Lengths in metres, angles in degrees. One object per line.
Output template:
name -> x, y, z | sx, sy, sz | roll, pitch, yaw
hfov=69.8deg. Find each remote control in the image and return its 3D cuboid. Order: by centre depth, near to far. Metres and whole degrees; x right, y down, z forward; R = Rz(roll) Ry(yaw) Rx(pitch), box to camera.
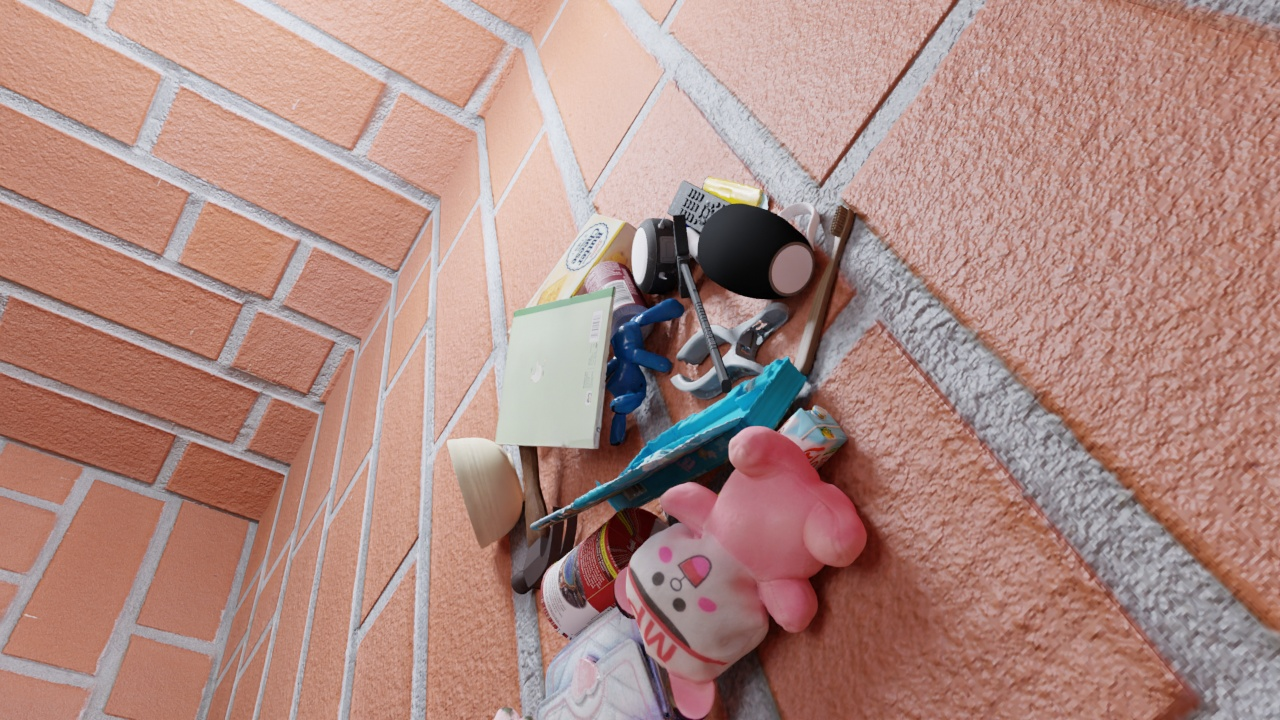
remote control -> 0.078, -0.171, 1.069 | 0.047, 0.022, 0.150 | -63, 31, 11

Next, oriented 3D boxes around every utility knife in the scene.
utility knife -> 0.106, -0.188, 1.048 | 0.163, 0.017, 0.030 | -138, 58, -65

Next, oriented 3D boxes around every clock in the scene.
clock -> 0.015, -0.124, 1.102 | 0.123, 0.043, 0.091 | 164, 106, -74

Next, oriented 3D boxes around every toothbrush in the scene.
toothbrush -> 0.162, -0.063, 0.814 | 0.016, 0.016, 0.166 | -11, 57, 62

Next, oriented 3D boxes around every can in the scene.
can -> -0.028, 0.201, 0.853 | 0.117, 0.086, 0.086 | -45, 31, 36
can -> -0.028, -0.070, 1.127 | 0.063, 0.063, 0.114 | -53, 36, 23

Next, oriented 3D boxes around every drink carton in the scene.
drink carton -> 0.110, 0.090, 0.736 | 0.129, 0.044, 0.038 | -51, 55, 27

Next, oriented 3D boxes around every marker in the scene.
marker -> 0.064, -0.133, 1.068 | 0.027, 0.023, 0.133 | -19, 29, -5

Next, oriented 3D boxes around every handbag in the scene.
handbag -> -0.023, 0.290, 0.787 | 0.159, 0.069, 0.126 | -44, 33, 33

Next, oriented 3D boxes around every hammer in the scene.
hammer -> 0.058, -0.054, 0.896 | 0.324, 0.015, 0.095 | -100, 3, -64
hammer -> -0.137, 0.132, 1.148 | 0.116, 0.033, 0.322 | -48, 39, 34

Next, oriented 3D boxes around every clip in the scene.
clip -> 0.088, -0.019, 0.906 | 0.164, 0.028, 0.107 | -14, 56, 59

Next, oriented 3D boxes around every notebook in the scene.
notebook -> -0.108, 0.014, 1.104 | 0.253, 0.010, 0.181 | -7, 75, 56

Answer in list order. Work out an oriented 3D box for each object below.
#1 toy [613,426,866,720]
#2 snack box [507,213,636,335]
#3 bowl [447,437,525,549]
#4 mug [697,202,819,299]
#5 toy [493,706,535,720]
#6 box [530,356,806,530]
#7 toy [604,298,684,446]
toy -> 0.066, 0.159, 0.694 | 0.142, 0.084, 0.213 | 48, 111, 27
snack box -> -0.080, -0.094, 1.226 | 0.207, 0.057, 0.104 | -55, 32, -4
bowl -> -0.198, 0.166, 1.212 | 0.151, 0.075, 0.150 | 162, 91, -79
mug -> 0.127, -0.108, 0.868 | 0.118, 0.085, 0.100 | -37, 33, -11
toy -> -0.126, 0.398, 0.909 | 0.099, 0.052, 0.095 | -22, 60, 61
box -> 0.025, 0.090, 0.807 | 0.184, 0.056, 0.228 | -33, -2, -42
toy -> -0.006, 0.006, 1.029 | 0.176, 0.071, 0.113 | -70, 13, -12
